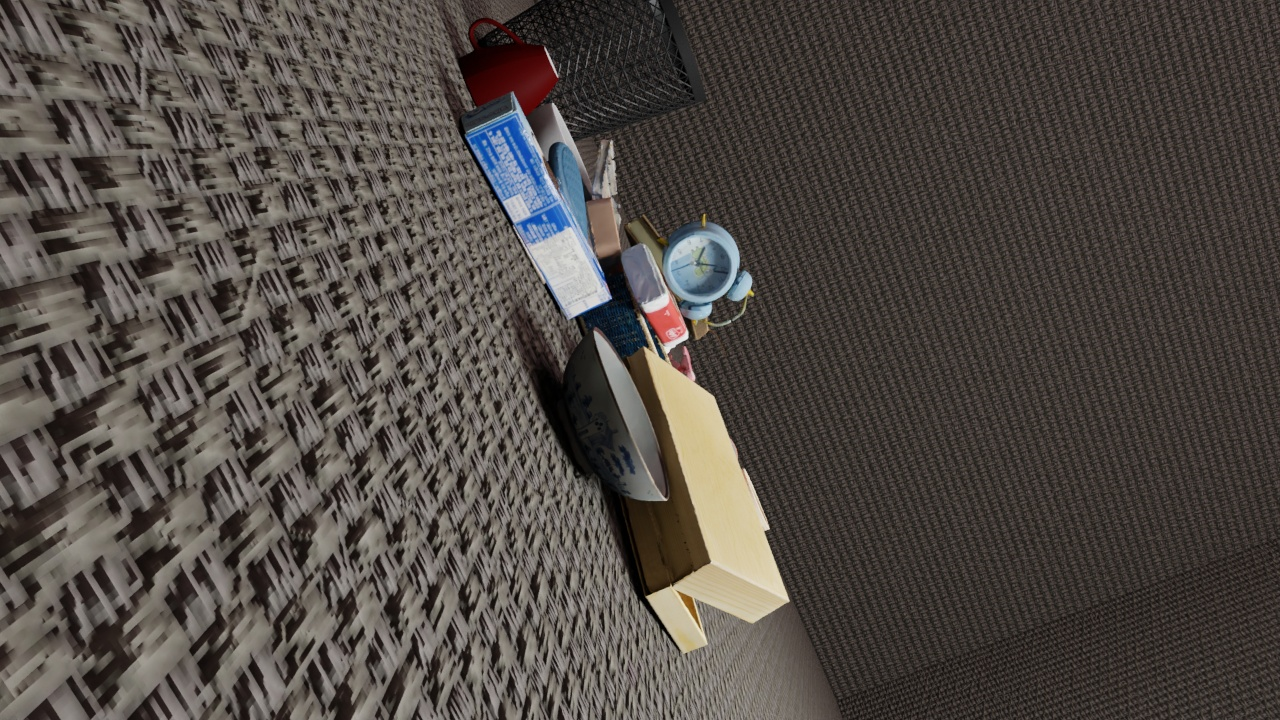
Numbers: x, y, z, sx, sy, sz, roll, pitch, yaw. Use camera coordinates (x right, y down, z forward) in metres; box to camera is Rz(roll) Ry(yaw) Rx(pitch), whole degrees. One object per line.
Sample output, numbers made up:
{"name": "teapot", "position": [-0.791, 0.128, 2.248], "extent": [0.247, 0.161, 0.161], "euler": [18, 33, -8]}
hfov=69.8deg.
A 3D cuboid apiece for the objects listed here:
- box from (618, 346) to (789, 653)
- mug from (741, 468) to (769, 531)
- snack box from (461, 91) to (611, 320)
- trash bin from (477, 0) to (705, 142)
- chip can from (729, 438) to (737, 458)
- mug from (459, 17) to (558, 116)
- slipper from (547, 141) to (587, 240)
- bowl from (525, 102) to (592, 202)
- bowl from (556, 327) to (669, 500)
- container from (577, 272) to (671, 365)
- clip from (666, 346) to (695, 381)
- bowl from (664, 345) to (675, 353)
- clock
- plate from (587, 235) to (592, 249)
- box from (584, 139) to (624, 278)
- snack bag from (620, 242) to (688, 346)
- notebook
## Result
{"name": "box", "position": [0.021, 0.128, 0.861], "extent": [0.140, 0.123, 0.248], "euler": [31, 29, -40]}
{"name": "mug", "position": [0.102, 0.192, 1.209], "extent": [0.111, 0.104, 0.085], "euler": [-104, 170, -63]}
{"name": "snack box", "position": [-0.098, -0.146, 0.898], "extent": [0.059, 0.059, 0.226], "euler": [-112, 176, -54]}
{"name": "trash bin", "position": [-0.068, -0.397, 1.214], "extent": [0.217, 0.243, 0.217], "euler": [-22, 89, -84]}
{"name": "chip can", "position": [0.069, 0.125, 1.130], "extent": [0.210, 0.062, 0.062], "euler": [118, -50, -79]}
{"name": "mug", "position": [-0.142, -0.316, 0.990], "extent": [0.087, 0.088, 0.114], "euler": [-100, 166, -65]}
{"name": "slipper", "position": [-0.090, -0.157, 1.029], "extent": [0.214, 0.059, 0.103], "euler": [93, -14, -70]}
{"name": "bowl", "position": [-0.109, -0.240, 1.121], "extent": [0.131, 0.064, 0.132], "euler": [-22, 89, -84]}
{"name": "bowl", "position": [-0.030, 0.052, 0.748], "extent": [0.150, 0.057, 0.150], "euler": [-21, 89, -84]}
{"name": "container", "position": [-0.006, 0.006, 1.081], "extent": [0.145, 0.071, 0.187], "euler": [44, 23, -76]}
{"name": "clip", "position": [0.044, 0.009, 1.097], "extent": [0.058, 0.038, 0.022], "euler": [-108, 176, -51]}
{"name": "bowl", "position": [0.007, -0.046, 1.320], "extent": [0.177, 0.071, 0.177], "euler": [-11, 84, -89]}
{"name": "clock", "position": [0.073, -0.098, 1.033], "extent": [0.124, 0.089, 0.051], "euler": [62, 11, -12]}
{"name": "plate", "position": [-0.087, -0.163, 1.261], "extent": [0.172, 0.019, 0.173], "euler": [-22, 89, -85]}
{"name": "box", "position": [-0.036, -0.159, 1.133], "extent": [0.217, 0.058, 0.153], "euler": [81, 3, -73]}
{"name": "snack bag", "position": [0.017, -0.072, 1.042], "extent": [0.116, 0.036, 0.077], "euler": [57, 11, -61]}
{"name": "notebook", "position": [0.051, -0.087, 1.208], "extent": [0.190, 0.034, 0.215], "euler": [54, 0, 7]}
